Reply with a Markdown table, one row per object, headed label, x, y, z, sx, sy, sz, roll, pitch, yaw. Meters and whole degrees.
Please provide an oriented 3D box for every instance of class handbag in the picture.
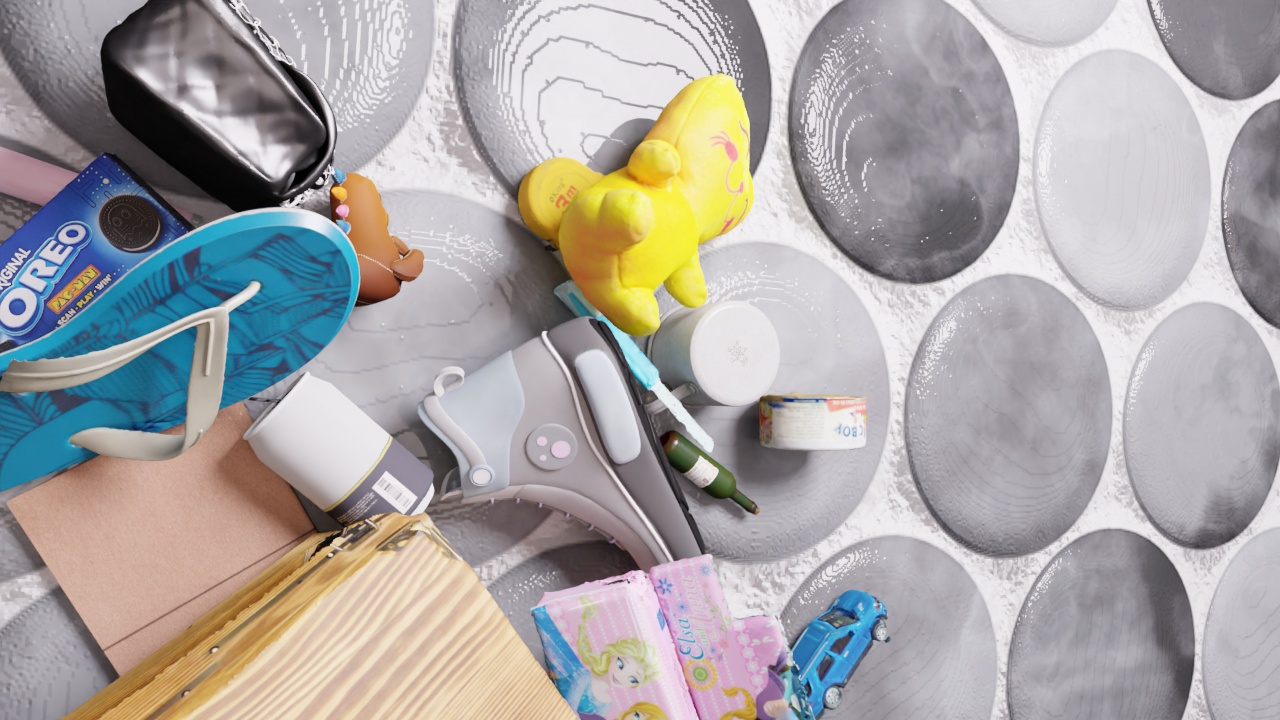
| label | x | y | z | sx | sy | sz | roll | pitch | yaw |
| --- | --- | --- | --- | --- | --- | --- | --- | --- | --- |
| handbag | -0.231 | -0.153 | 0.541 | 0.125 | 0.154 | 0.114 | 47 | 69 | -23 |

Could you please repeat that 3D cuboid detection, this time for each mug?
| label | x | y | z | sx | sy | sz | roll | pitch | yaw |
| --- | --- | --- | --- | --- | --- | --- | --- | --- | --- |
| mug | 0.047 | 0.005 | 0.708 | 0.113 | 0.071 | 0.084 | -43 | 107 | -20 |

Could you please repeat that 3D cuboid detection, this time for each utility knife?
| label | x | y | z | sx | sy | sz | roll | pitch | yaw |
| --- | --- | --- | --- | --- | --- | --- | --- | --- | --- |
| utility knife | -0.004 | 0.004 | 0.678 | 0.022 | 0.015 | 0.169 | -35 | 78 | -25 |

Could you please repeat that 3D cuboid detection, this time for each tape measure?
| label | x | y | z | sx | sy | sz | roll | pitch | yaw |
| --- | --- | --- | --- | --- | --- | --- | --- | --- | --- |
| tape measure | -0.061 | -0.118 | 0.680 | 0.059 | 0.030 | 0.068 | 33 | 74 | -21 |

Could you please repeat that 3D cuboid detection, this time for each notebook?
| label | x | y | z | sx | sy | sz | roll | pitch | yaw |
| --- | --- | --- | --- | --- | --- | --- | --- | --- | --- |
| notebook | -0.277 | 0.143 | 0.594 | 0.141 | 0.008 | 0.209 | -30 | 102 | -21 |

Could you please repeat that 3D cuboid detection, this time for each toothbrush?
| label | x | y | z | sx | sy | sz | roll | pitch | yaw |
| --- | --- | --- | --- | --- | --- | --- | --- | --- | --- |
| toothbrush | -0.377 | -0.113 | 0.539 | 0.222 | 0.027 | 0.026 | 20 | 39 | -23 |

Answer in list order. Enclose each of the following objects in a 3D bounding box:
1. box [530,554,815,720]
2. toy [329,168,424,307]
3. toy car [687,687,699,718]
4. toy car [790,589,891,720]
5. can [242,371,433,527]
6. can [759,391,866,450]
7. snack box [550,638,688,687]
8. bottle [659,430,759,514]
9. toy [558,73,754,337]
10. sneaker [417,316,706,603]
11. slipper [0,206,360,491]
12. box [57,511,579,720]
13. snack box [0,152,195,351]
| label | x | y | z | sx | sy | sz | roll | pitch | yaw |
| --- | --- | --- | --- | --- | --- | --- | --- | --- | --- |
| box | 0.035 | 0.247 | 0.608 | 0.159 | 0.035 | 0.230 | -17 | 96 | 13 |
| toy | -0.190 | -0.082 | 0.587 | 0.071 | 0.103 | 0.090 | -13 | 79 | 13 |
| toy car | 0.052 | 0.277 | 0.657 | 0.047 | 0.047 | 0.112 | -22 | 98 | -45 |
| toy car | 0.159 | 0.243 | 0.767 | 0.043 | 0.056 | 0.120 | 46 | 74 | -16 |
| can | -0.199 | 0.061 | 0.599 | 0.127 | 0.064 | 0.064 | 45 | 73 | -18 |
| can | 0.138 | 0.048 | 0.740 | 0.086 | 0.086 | 0.043 | 0 | 90 | -25 |
| snack box | -0.029 | 0.319 | 0.678 | 0.113 | 0.060 | 0.236 | 23 | 80 | -24 |
| bottle | 0.057 | 0.094 | 0.737 | 0.106 | 0.025 | 0.025 | 38 | 75 | -19 |
| toy | 0.017 | -0.112 | 0.673 | 0.193 | 0.087 | 0.135 | -52 | 143 | -34 |
| sneaker | -0.051 | 0.103 | 0.664 | 0.160 | 0.093 | 0.257 | -21 | 113 | -1 |
| slipper | -0.288 | 0.016 | 0.513 | 0.295 | 0.060 | 0.118 | -26 | 142 | -4 |
| box | -0.181 | 0.245 | 0.484 | 0.278 | 0.176 | 0.247 | -39 | 109 | -48 |
| snack box | -0.336 | -0.043 | 0.540 | 0.150 | 0.027 | 0.082 | -46 | 112 | -5 |
